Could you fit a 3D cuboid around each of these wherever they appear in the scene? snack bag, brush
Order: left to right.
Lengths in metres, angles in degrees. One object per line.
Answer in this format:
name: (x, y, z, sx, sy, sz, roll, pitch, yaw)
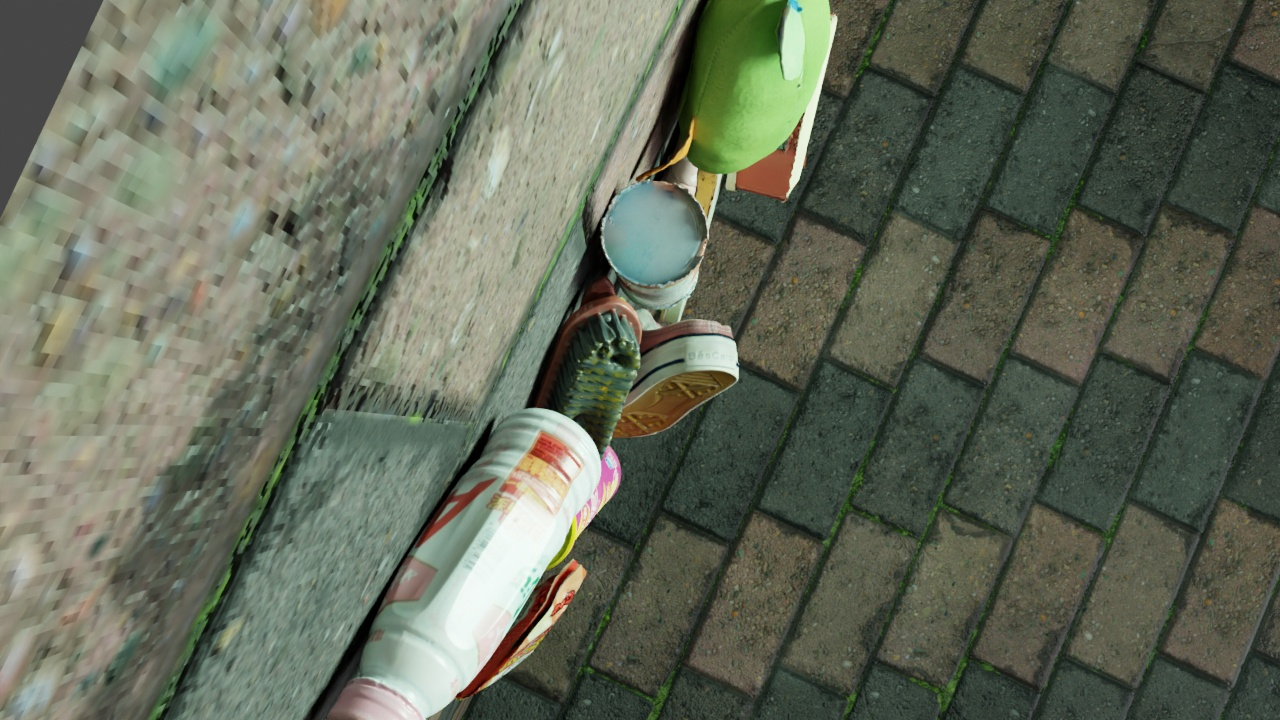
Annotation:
snack bag: (-0.109, 0.212, 0.718, 0.128, 0.073, 0.208, -41, 179, -22)
brush: (-0.041, 0.009, 0.668, 0.069, 0.063, 0.146, -108, -150, -44)

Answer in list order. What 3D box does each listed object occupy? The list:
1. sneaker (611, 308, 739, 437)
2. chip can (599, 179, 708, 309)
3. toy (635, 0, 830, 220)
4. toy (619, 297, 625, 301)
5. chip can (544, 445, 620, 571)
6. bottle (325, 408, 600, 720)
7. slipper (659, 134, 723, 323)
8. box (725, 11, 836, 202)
sneaker: (-0.004, 0.004, 0.749, 0.242, 0.118, 0.087, -32, -124, 55)
chip can: (0.011, -0.079, 0.680, 0.214, 0.071, 0.071, -6, 121, -88)
toy: (0.077, -0.200, 0.661, 0.226, 0.090, 0.247, -51, 173, -12)
toy: (-0.040, -0.009, 0.858, 0.099, 0.031, 0.097, -58, 174, -41)
chip can: (-0.066, 0.111, 0.753, 0.071, 0.071, 0.210, -65, 174, 6)
bottle: (-0.086, 0.108, 0.467, 0.196, 0.068, 0.068, -60, 176, -46)
slipper: (0.044, -0.155, 0.854, 0.113, 0.054, 0.275, -70, 174, -52)
box: (0.140, -0.242, 0.867, 0.091, 0.079, 0.169, -56, 158, -56)
